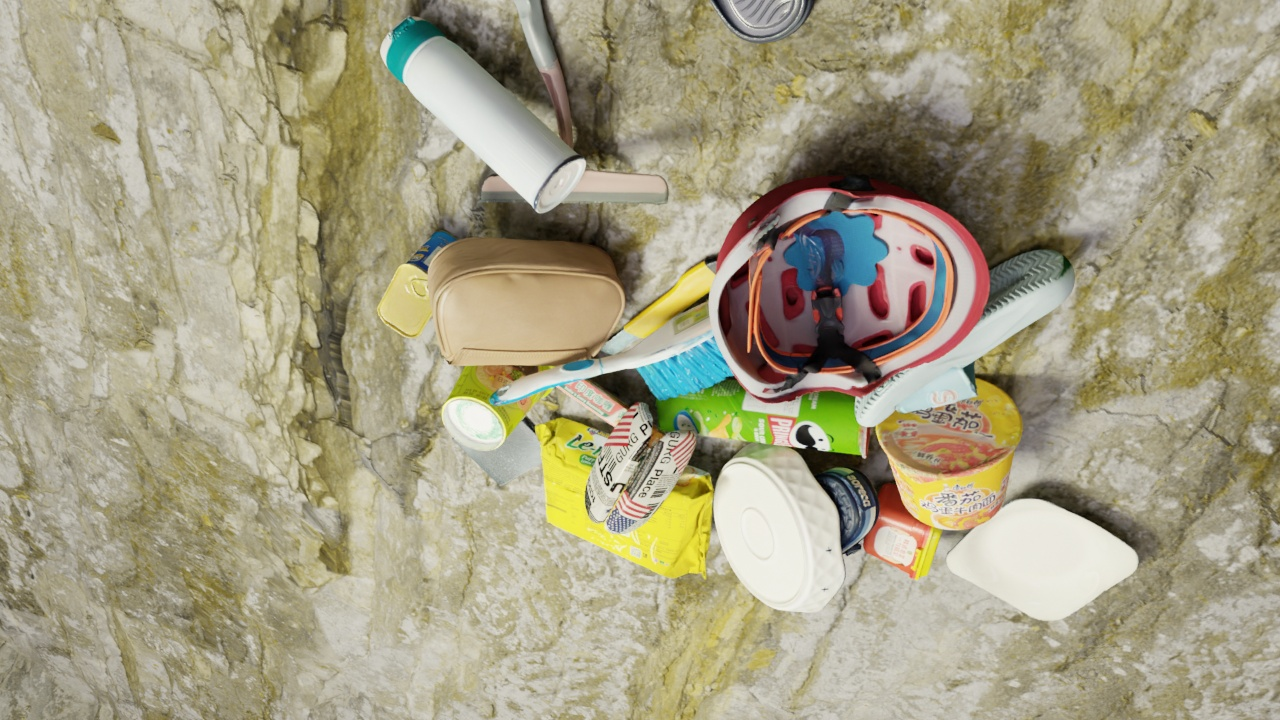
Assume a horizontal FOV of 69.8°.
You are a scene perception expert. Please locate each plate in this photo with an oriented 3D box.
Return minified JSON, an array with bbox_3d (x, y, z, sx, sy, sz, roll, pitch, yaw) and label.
[{"bbox_3d":[0.453,0.219,1.044,0.164,0.034,0.164,30,131,-2],"label":"plate"},{"bbox_3d":[0.150,0.195,1.054,0.205,0.045,0.205,33,130,52],"label":"plate"}]

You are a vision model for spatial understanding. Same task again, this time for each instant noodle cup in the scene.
[{"bbox_3d":[-0.173,0.040,1.088,0.112,0.123,0.112,10,129,13],"label":"instant noodle cup"},{"bbox_3d":[0.318,0.100,0.946,0.138,0.137,0.110,0,134,21],"label":"instant noodle cup"}]

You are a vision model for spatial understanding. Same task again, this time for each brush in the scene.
[{"bbox_3d":[-0.006,0.006,0.983,0.315,0.060,0.109,-27,129,18],"label":"brush"}]

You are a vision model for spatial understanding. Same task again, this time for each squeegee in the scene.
[{"bbox_3d":[-0.090,-0.272,0.870,0.248,0.040,0.250,9,125,36],"label":"squeegee"}]

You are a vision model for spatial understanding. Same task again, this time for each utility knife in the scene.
[{"bbox_3d":[0.022,-0.056,1.009,0.033,0.015,0.203,43,128,-15],"label":"utility knife"}]

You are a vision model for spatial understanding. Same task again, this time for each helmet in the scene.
[{"bbox_3d":[0.182,-0.082,0.849,0.240,0.143,0.207,-9,122,9],"label":"helmet"}]

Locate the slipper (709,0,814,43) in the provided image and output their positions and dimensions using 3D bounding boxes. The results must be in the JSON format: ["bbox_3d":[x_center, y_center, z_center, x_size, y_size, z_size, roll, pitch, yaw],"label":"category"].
[{"bbox_3d":[0.057,-0.367,0.712,0.111,0.083,0.268,-17,120,29],"label":"slipper"}]

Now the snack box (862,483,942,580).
[{"bbox_3d":[0.303,0.193,1.055,0.080,0.081,0.091,18,130,20],"label":"snack box"}]

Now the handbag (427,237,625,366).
[{"bbox_3d":[-0.125,-0.062,0.981,0.204,0.099,0.148,2,130,-21],"label":"handbag"}]

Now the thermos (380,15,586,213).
[{"bbox_3d":[-0.154,-0.238,0.874,0.224,0.073,0.073,43,131,8],"label":"thermos"}]

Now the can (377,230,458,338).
[{"bbox_3d":[-0.244,-0.088,1.043,0.057,0.083,0.102,34,130,-7],"label":"can"}]

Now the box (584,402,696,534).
[{"bbox_3d":[-0.001,0.127,1.038,0.086,0.075,0.162,17,120,-24],"label":"box"}]

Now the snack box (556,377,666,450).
[{"bbox_3d":[-0.034,0.057,1.080,0.156,0.077,0.027,35,91,-8],"label":"snack box"}]

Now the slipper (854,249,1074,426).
[{"bbox_3d":[0.308,-0.013,0.880,0.074,0.103,0.246,41,123,-15],"label":"slipper"}]

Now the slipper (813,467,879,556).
[{"bbox_3d":[0.212,0.190,1.083,0.105,0.095,0.253,66,154,23],"label":"slipper"}]

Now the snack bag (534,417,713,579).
[{"bbox_3d":[-0.023,0.178,1.147,0.247,0.068,0.158,19,131,22],"label":"snack bag"}]

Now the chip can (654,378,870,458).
[{"bbox_3d":[0.135,0.057,1.018,0.236,0.072,0.072,6,128,18],"label":"chip can"}]

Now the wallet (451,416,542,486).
[{"bbox_3d":[-0.181,0.112,1.218,0.121,0.019,0.097,-31,110,34],"label":"wallet"}]
